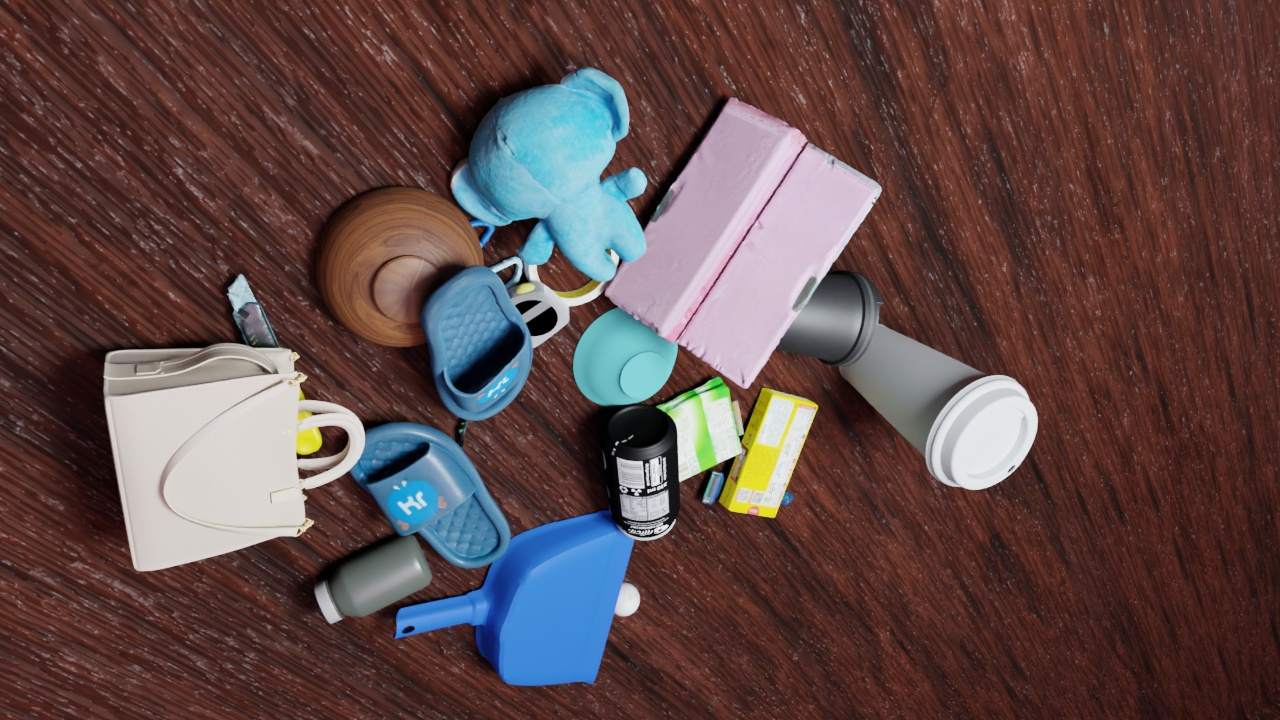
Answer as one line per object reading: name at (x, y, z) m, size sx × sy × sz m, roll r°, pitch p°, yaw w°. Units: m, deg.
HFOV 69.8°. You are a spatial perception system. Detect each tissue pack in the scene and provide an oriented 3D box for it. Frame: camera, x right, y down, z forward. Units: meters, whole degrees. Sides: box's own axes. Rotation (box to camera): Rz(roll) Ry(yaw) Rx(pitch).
tissue pack at (0.066, 0.081, 1.050) m, size 0.099 × 0.034 × 0.114 m, roll -23°, pitch 125°, yaw -11°

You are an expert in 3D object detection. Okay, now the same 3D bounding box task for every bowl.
bowl at (-0.006, 0.005, 0.964) m, size 0.121 × 0.046 × 0.121 m, roll -12°, pitch 121°, yaw -21°
bowl at (-0.204, -0.071, 0.798) m, size 0.147 × 0.069 × 0.147 m, roll -8°, pitch 117°, yaw -17°

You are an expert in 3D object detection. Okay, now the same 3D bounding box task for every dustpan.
dustpan at (-0.149, 0.288, 1.039) m, size 0.257 × 0.059 × 0.246 m, roll -3°, pitch 118°, yaw -37°

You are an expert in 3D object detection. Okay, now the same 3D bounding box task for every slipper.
slipper at (-0.139, -0.008, 0.832) m, size 0.103 × 0.059 × 0.214 m, roll -38°, pitch 155°, yaw -19°
slipper at (-0.204, 0.140, 0.917) m, size 0.104 × 0.059 × 0.214 m, roll -31°, pitch 123°, yaw 7°

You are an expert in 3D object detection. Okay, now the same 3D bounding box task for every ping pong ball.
ping pong ball at (-0.021, 0.290, 1.115) m, size 0.040 × 0.040 × 0.040 m, roll -12°, pitch 121°, yaw -21°

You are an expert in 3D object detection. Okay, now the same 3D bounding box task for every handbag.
handbag at (-0.342, 0.075, 0.797) m, size 0.197 × 0.101 × 0.195 m, roll -6°, pitch 121°, yaw -25°

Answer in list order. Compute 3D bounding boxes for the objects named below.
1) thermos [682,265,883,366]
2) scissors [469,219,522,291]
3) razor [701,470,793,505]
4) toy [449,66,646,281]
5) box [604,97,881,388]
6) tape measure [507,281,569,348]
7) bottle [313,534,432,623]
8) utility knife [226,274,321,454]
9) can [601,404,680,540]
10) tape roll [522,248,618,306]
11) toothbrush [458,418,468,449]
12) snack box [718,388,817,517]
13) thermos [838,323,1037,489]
thermos at (0.140, -0.055, 0.977) m, size 0.218 × 0.106 × 0.106 m, roll 6°, pitch 113°, yaw -24°
scissors at (-0.167, -0.068, 0.866) m, size 0.097 × 0.020 × 0.133 m, roll 34°, pitch 97°, yaw -32°
razor at (0.134, 0.164, 1.139) m, size 0.140 × 0.018 × 0.044 m, roll 14°, pitch 100°, yaw -33°
toy at (-0.064, -0.158, 0.810) m, size 0.184 × 0.114 × 0.180 m, roll -33°, pitch 110°, yaw 20°
box at (0.091, -0.114, 0.870) m, size 0.233 × 0.180 × 0.050 m, roll -58°, pitch 161°, yaw 5°
tape measure at (-0.108, -0.045, 0.889) m, size 0.065 × 0.016 × 0.064 m, roll -32°, pitch 131°, yaw 24°
bottle at (-0.273, 0.225, 0.940) m, size 0.108 × 0.060 × 0.060 m, roll -24°, pitch 124°, yaw -14°
utility knife at (-0.327, 0.007, 0.819) m, size 0.028 × 0.020 × 0.187 m, roll -21°, pitch 125°, yaw -16°
can at (0.002, 0.123, 1.000) m, size 0.080 × 0.080 × 0.146 m, roll -19°, pitch 133°, yaw -17°
tape roll at (-0.067, -0.099, 0.893) m, size 0.094 × 0.019 × 0.094 m, roll -12°, pitch 120°, yaw -21°
toothbrush at (-0.175, 0.052, 0.924) m, size 0.017 × 0.014 × 0.188 m, roll 8°, pitch 111°, yaw -30°
snack box at (0.154, 0.113, 1.103) m, size 0.075 × 0.025 × 0.152 m, roll 14°, pitch 100°, yaw -33°
thermos at (0.323, 0.040, 1.039) m, size 0.131 × 0.222 × 0.132 m, roll -12°, pitch 121°, yaw -21°
